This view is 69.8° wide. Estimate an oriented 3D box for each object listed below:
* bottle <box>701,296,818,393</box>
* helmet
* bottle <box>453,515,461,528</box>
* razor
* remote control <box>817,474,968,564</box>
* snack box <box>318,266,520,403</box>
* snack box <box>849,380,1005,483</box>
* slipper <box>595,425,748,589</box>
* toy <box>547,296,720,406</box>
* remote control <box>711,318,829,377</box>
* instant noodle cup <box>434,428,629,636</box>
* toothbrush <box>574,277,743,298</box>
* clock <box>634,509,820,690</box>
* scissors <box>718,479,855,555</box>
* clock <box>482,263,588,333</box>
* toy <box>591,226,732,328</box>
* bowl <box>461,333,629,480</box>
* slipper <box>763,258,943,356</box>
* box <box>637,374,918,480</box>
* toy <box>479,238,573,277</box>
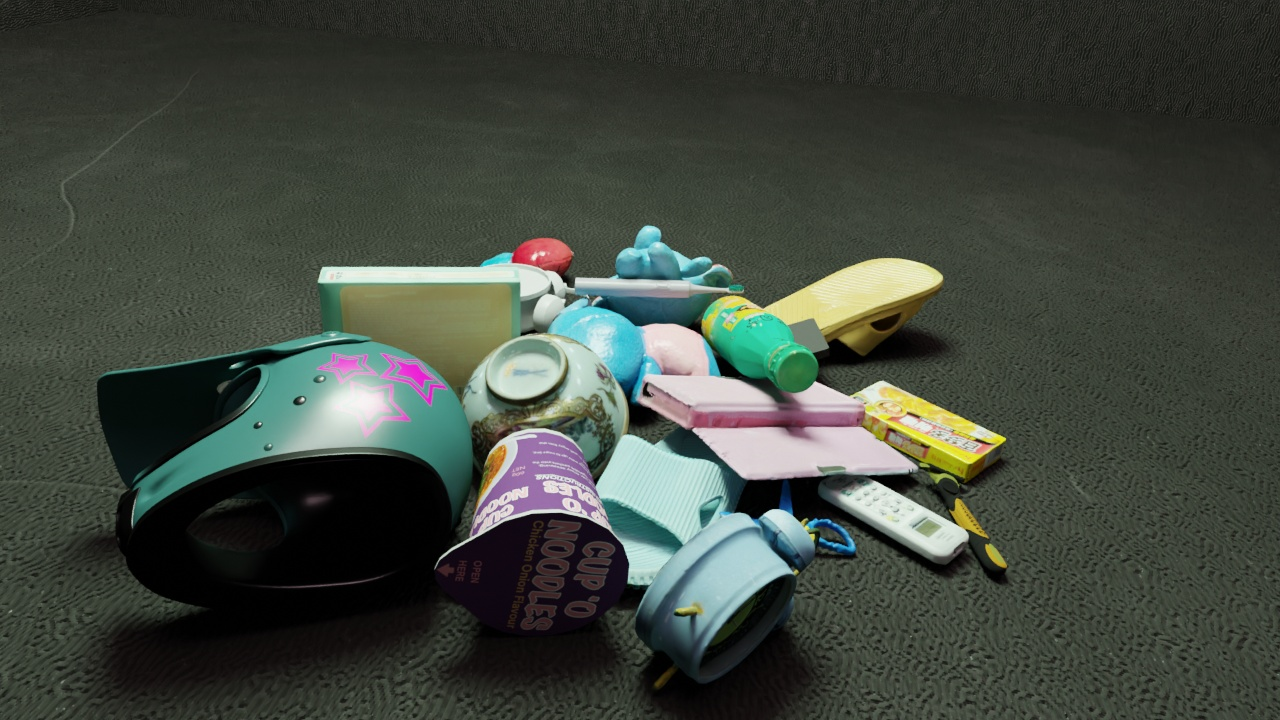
[{"bbox_3d":[0.122,-0.015,0.935,0.068,0.068,0.209,-2,15,-12],"label":"bottle"},{"bbox_3d":[-0.271,0.073,0.709,0.274,0.177,0.200,-6,32,-19],"label":"helmet"},{"bbox_3d":[-0.177,0.106,0.814,0.033,0.033,0.123,-6,30,-20],"label":"bottle"},{"bbox_3d":[0.294,0.142,0.827,0.044,0.021,0.144,23,24,-17],"label":"razor"},{"bbox_3d":[0.223,0.139,0.820,0.050,0.022,0.133,-21,37,-40],"label":"remote control"},{"bbox_3d":[-0.219,-0.023,0.932,0.193,0.142,0.044,-1,29,-10],"label":"snack box"},{"bbox_3d":[0.292,0.071,0.955,0.075,0.025,0.152,-21,37,-39],"label":"snack box"},{"bbox_3d":[0.035,0.105,0.812,0.116,0.070,0.275,19,30,19],"label":"slipper"},{"bbox_3d":[-0.006,0.006,0.971,0.191,0.099,0.223,7,30,-16],"label":"toy"},{"bbox_3d":[0.142,-0.009,1.041,0.133,0.013,0.058,-15,42,2],"label":"remote control"},{"bbox_3d":[-0.084,0.119,0.695,0.136,0.122,0.121,7,31,-14],"label":"instant noodle cup"},{"bbox_3d":[0.021,-0.080,1.022,0.188,0.019,0.018,2,47,0],"label":"toothbrush"},{"bbox_3d":[0.068,0.163,0.657,0.161,0.118,0.060,-26,51,-33],"label":"clock"},{"bbox_3d":[0.124,0.150,0.774,0.125,0.013,0.126,19,39,-6],"label":"scissors"},{"bbox_3d":[-0.142,-0.078,1.131,0.159,0.061,0.119,0,28,-4],"label":"clock"},{"bbox_3d":[0.014,-0.102,1.092,0.183,0.181,0.114,-13,65,8],"label":"toy"},{"bbox_3d":[-0.095,0.033,0.833,0.160,0.094,0.159,-5,52,6],"label":"bowl"},{"bbox_3d":[0.243,-0.049,1.123,0.263,0.078,0.099,-23,42,-12],"label":"slipper"},{"bbox_3d":[0.137,0.058,0.882,0.232,0.040,0.179,2,21,-37],"label":"box"},{"bbox_3d":[-0.154,-0.127,1.231,0.133,0.062,0.092,-15,13,1],"label":"toy"}]
